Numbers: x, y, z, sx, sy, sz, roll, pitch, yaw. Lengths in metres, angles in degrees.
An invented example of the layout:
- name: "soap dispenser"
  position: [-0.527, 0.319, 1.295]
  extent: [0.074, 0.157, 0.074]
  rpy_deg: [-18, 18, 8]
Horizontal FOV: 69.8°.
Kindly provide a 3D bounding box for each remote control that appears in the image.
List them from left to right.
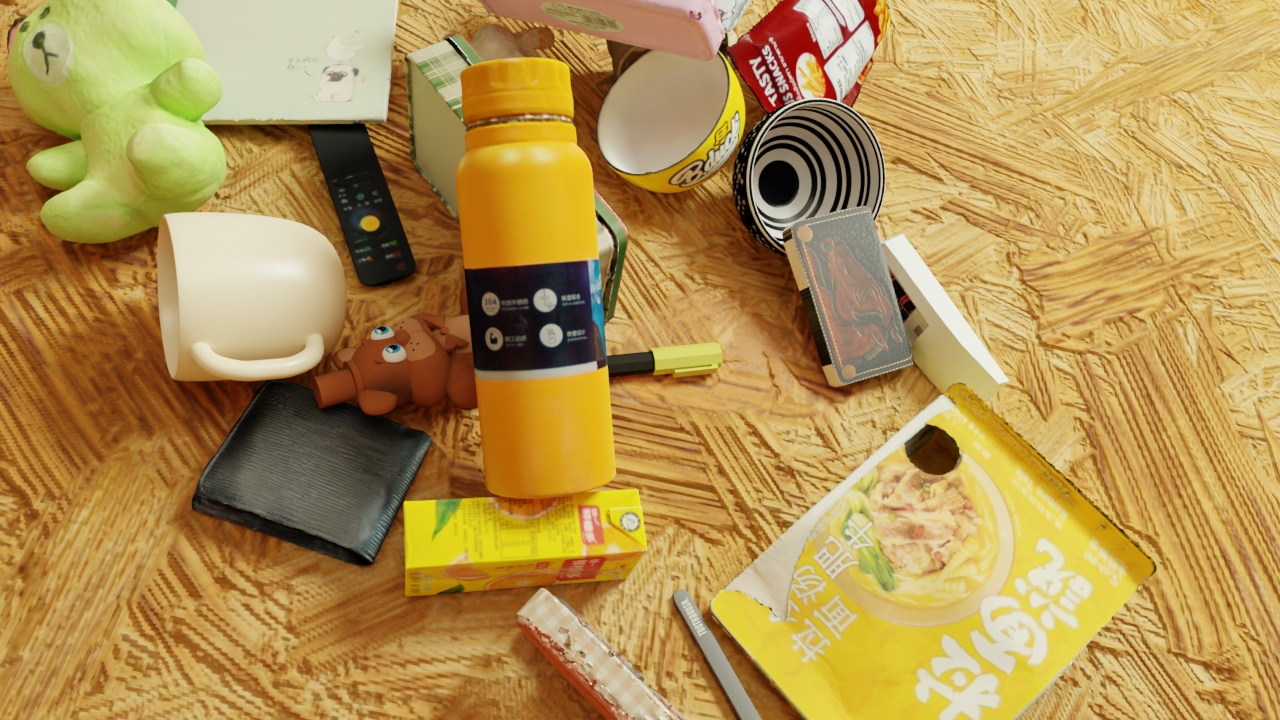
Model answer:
- name: "remote control"
  position: [-0.201, -0.117, 0.660]
  extent: [0.041, 0.020, 0.151]
  rpy_deg: [-18, 65, -16]
- name: "remote control"
  position: [0.212, -0.028, 0.686]
  extent: [0.024, 0.050, 0.143]
  rpy_deg: [-17, 64, -24]

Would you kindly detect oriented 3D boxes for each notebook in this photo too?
- name: "notebook"
  position: [-0.286, -0.280, 0.733]
  extent: [0.182, 0.010, 0.252]
  rpy_deg: [-2, 59, -4]

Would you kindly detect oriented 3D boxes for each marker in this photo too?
- name: "marker"
  position: [-0.004, 0.004, 0.633]
  extent: [0.123, 0.018, 0.021]
  rpy_deg: [-6, 60, -16]

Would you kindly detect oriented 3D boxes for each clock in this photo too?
- name: "clock"
  position: [0.037, -0.253, 0.761]
  extent: [0.140, 0.093, 0.054]
  rpy_deg: [1, 65, -12]

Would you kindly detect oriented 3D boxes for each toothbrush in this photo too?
- name: "toothbrush"
  position: [0.062, 0.206, 0.527]
  extent: [0.012, 0.013, 0.167]
  rpy_deg: [-20, 63, -24]

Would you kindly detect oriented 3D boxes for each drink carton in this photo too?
- name: "drink carton"
  position: [-0.067, 0.106, 0.529]
  extent: [0.134, 0.059, 0.043]
  rpy_deg: [-1, 61, -15]

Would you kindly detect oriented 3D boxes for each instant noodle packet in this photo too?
- name: "instant noodle packet"
  position: [0.174, 0.142, 0.561]
  extent: [0.221, 0.084, 0.163]
  rpy_deg: [-35, 70, -22]

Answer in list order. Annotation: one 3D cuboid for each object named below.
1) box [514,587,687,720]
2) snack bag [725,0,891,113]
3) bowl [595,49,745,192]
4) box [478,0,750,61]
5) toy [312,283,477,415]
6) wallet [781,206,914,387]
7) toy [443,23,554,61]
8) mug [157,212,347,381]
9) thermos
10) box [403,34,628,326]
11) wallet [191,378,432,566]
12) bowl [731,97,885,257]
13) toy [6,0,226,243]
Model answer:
- name: "box"
  position: [0.007, 0.194, 0.486]
  extent: [0.187, 0.083, 0.041]
  rpy_deg: [43, 69, 12]
- name: "snack bag"
  position: [0.155, -0.260, 0.789]
  extent: [0.139, 0.067, 0.207]
  rpy_deg: [56, 46, -29]
- name: "bowl"
  position: [0.031, -0.181, 0.716]
  extent: [0.117, 0.067, 0.117]
  rpy_deg: [-13, 65, 28]
- name: "box"
  position: [-0.025, -0.274, 0.691]
  extent: [0.202, 0.077, 0.146]
  rpy_deg: [19, 29, 17]
- name: "toy"
  position: [-0.139, -0.004, 0.572]
  extent: [0.127, 0.065, 0.095]
  rpy_deg: [-16, 41, -30]
- name: "wallet"
  position: [0.154, -0.048, 0.674]
  extent: [0.072, 0.019, 0.123]
  rpy_deg: [-15, 87, -17]
- name: "toy"
  position: [-0.121, -0.225, 0.727]
  extent: [0.106, 0.074, 0.085]
  rpy_deg: [6, 70, -6]
- name: "mug"
  position: [-0.226, -0.031, 0.549]
  extent: [0.099, 0.096, 0.120]
  rpy_deg: [-4, 44, -33]
- name: "thermos"
  position: [-0.066, -0.045, 0.518]
  extent: [0.076, 0.092, 0.233]
  rpy_deg: [-13, 101, -50]
- name: "box"
  position: [-0.088, -0.116, 0.630]
  extent: [0.051, 0.118, 0.205]
  rpy_deg: [-31, 68, -26]
- name: "wallet"
  position: [-0.194, 0.063, 0.545]
  extent: [0.115, 0.026, 0.089]
  rpy_deg: [19, 54, -1]
- name: "bowl"
  position: [0.121, -0.139, 0.714]
  extent: [0.120, 0.066, 0.120]
  rpy_deg: [-3, 99, -21]
- name: "toy"
  position: [-0.342, -0.171, 0.610]
  extent: [0.150, 0.107, 0.196]
  rpy_deg: [-29, 63, 19]
